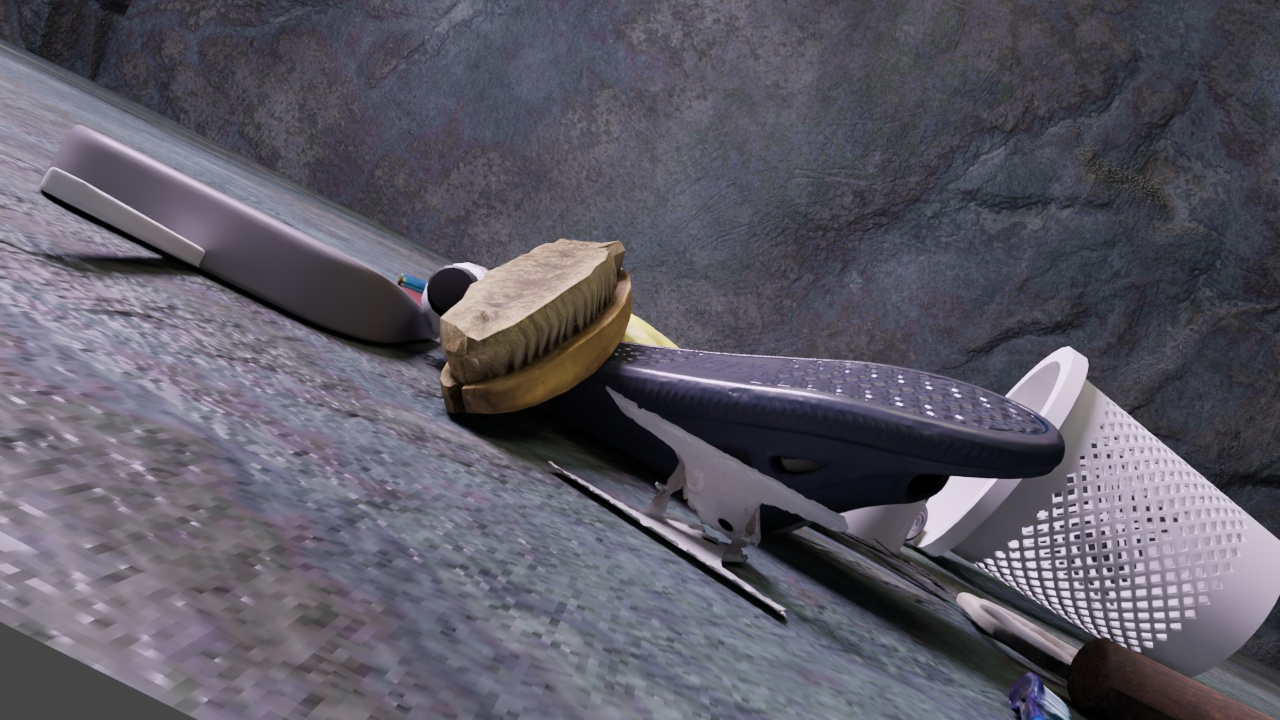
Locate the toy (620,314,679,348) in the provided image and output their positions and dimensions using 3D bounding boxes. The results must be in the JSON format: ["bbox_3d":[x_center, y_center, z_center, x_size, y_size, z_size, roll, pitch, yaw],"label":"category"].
[{"bbox_3d":[-0.004,0.004,0.641,0.170,0.064,0.155,31,-9,7],"label":"toy"}]

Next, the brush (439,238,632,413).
[{"bbox_3d":[-0.041,-0.023,0.415,0.059,0.043,0.195,0,18,14],"label":"brush"}]

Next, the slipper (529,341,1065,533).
[{"bbox_3d":[0.049,0.040,0.431,0.268,0.083,0.110,9,9,27],"label":"slipper"}]

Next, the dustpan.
[{"bbox_3d":[-0.183,-0.053,0.407,0.163,0.033,0.258,26,-7,-3],"label":"dustpan"}]

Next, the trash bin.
[{"bbox_3d":[0.354,0.127,0.707,0.199,0.195,0.195,36,4,10],"label":"trash bin"}]

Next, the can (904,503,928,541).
[{"bbox_3d":[0.193,0.115,0.748,0.038,0.038,0.079,25,2,-34],"label":"can"}]

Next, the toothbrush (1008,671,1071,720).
[{"bbox_3d":[0.107,0.103,0.232,0.017,0.016,0.189,38,5,20],"label":"toothbrush"}]

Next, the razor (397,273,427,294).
[{"bbox_3d":[-0.143,-0.044,0.805,0.144,0.022,0.042,25,1,-18],"label":"razor"}]

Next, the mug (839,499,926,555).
[{"bbox_3d":[0.144,0.066,0.611,0.110,0.090,0.074,26,2,-22],"label":"mug"}]

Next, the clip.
[{"bbox_3d":[0.019,0.052,0.317,0.102,0.052,0.057,28,31,32],"label":"clip"}]

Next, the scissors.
[{"bbox_3d":[0.181,0.131,0.486,0.157,0.012,0.166,29,2,6],"label":"scissors"}]

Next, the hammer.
[{"bbox_3d":[0.314,0.192,0.332,0.300,0.037,0.217,26,2,1],"label":"hammer"}]

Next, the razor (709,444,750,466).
[{"bbox_3d":[0.073,0.049,0.558,0.151,0.067,0.053,19,12,9],"label":"razor"}]

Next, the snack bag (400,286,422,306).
[{"bbox_3d":[-0.116,-0.022,0.670,0.057,0.013,0.157,30,4,37],"label":"snack bag"}]

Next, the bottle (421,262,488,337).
[{"bbox_3d":[-0.086,-0.025,0.464,0.041,0.041,0.116,26,-7,1],"label":"bottle"}]
